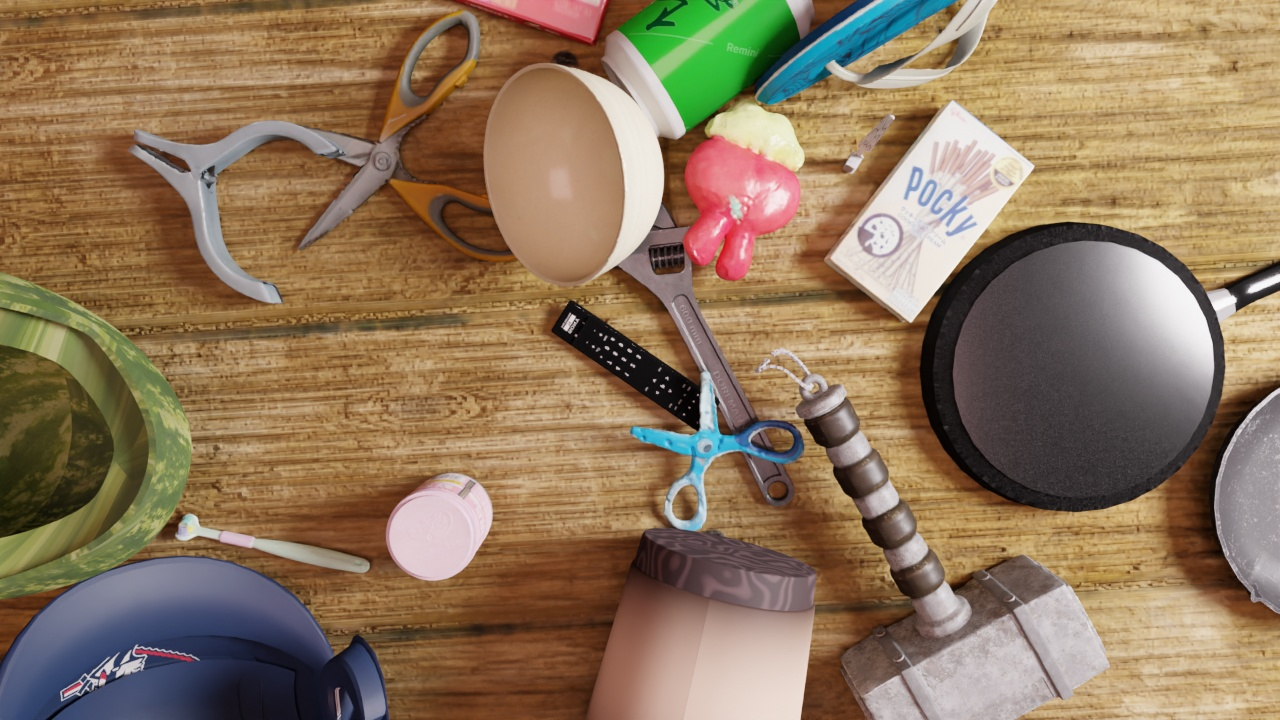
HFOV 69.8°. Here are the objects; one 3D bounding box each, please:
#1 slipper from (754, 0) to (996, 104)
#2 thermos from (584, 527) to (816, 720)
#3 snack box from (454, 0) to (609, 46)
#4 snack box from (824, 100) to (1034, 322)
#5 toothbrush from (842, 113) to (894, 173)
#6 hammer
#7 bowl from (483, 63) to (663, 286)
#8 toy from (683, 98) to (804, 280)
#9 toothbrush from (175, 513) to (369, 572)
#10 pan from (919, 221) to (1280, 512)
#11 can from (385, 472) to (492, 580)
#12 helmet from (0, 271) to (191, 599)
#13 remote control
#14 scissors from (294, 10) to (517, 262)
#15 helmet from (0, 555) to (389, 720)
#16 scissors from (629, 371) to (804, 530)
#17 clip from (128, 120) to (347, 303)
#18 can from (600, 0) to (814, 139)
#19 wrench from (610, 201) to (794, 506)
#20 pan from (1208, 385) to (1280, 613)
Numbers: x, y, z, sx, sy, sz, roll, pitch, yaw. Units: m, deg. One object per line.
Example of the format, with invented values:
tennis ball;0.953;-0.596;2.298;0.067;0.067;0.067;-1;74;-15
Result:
slipper;0.220;-0.247;0.645;0.295;0.118;0.060;-29;86;-2
thermos;0.040;0.248;0.661;0.173;0.173;0.226;12;89;-1
snack box;-0.084;-0.300;0.688;0.133;0.021;0.089;18;94;-1
snack box;0.218;-0.112;0.698;0.082;0.026;0.150;37;95;-2
toothbrush;0.152;-0.143;0.618;0.010;0.181;0.010;28;97;3
hammer;0.191;0.128;0.685;0.177;0.079;0.326;-30;95;2
bowl;-0.037;-0.133;0.652;0.075;0.151;0.151;-19;95;-41
toy;0.075;-0.127;0.687;0.091;0.045;0.135;16;89;-12
toothbrush;-0.290;0.147;0.727;0.155;0.015;0.022;12;62;0
pan;0.392;-0.020;0.701;0.356;0.034;0.225;-24;94;3
can;-0.150;0.124;0.693;0.067;0.076;0.067;0;94;0
helmet;-0.443;0.050;0.611;0.244;0.247;0.213;3;72;39
remote control;-0.004;0.004;0.710;0.140;0.009;0.030;34;108;2
scissors;-0.174;-0.163;0.703;0.225;0.016;0.230;23;95;1
helmet;-0.320;0.269;0.642;0.224;0.231;0.272;-37;72;39
scissors;0.060;0.072;0.707;0.140;0.011;0.134;-1;106;2
clip;-0.296;-0.116;0.697;0.165;0.032;0.165;-17;93;6
can;0.048;-0.230;0.660;0.140;0.087;0.088;-36;93;3
wrench;0.050;-0.007;0.712;0.073;0.018;0.273;-27;95;6
pan;0.593;0.154;0.710;0.357;0.040;0.208;42;93;-4
